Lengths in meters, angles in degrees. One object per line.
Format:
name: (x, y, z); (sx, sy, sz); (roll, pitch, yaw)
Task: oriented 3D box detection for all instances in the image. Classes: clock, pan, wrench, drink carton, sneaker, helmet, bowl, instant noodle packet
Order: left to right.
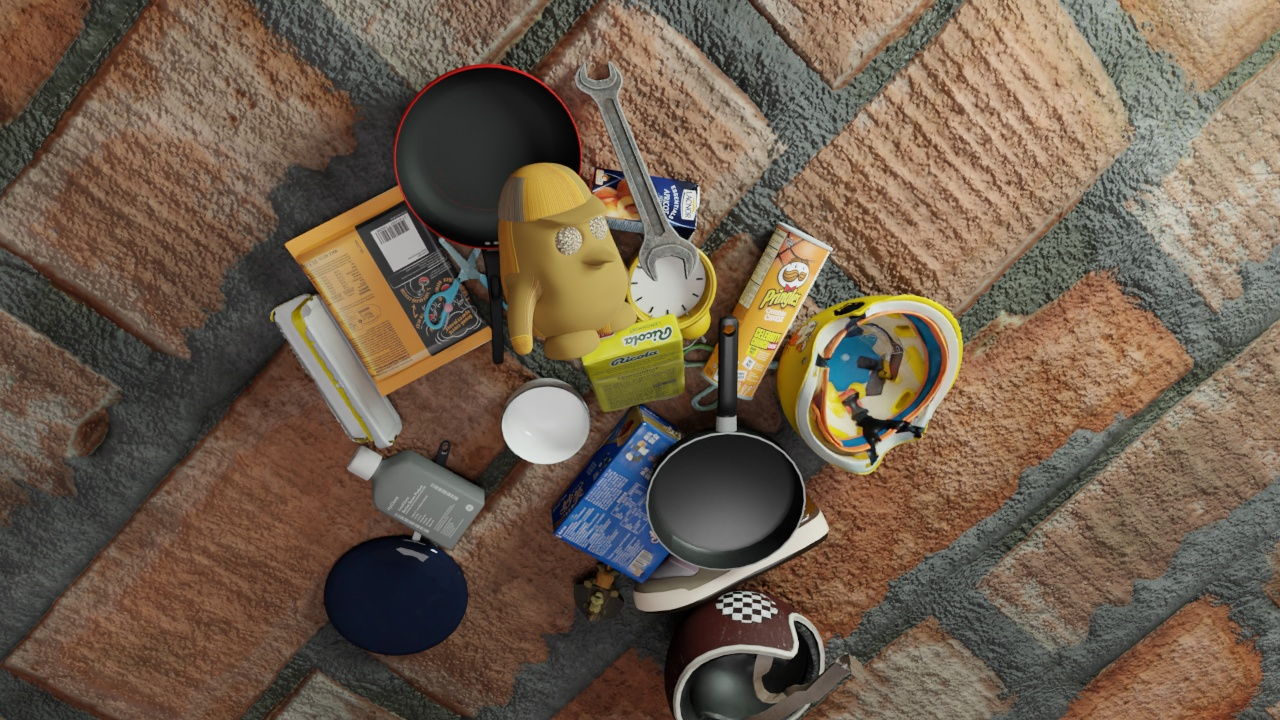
instant noodle packet: (-0.298, -0.083, 1.114); (0.160, 0.032, 0.221); (-28, 114, -5)
pan: (-0.318, 0.268, 1.272); (0.198, 0.021, 0.357); (16, 109, -14)
pan: (-0.175, -0.165, 1.078); (0.208, 0.067, 0.357); (-5, 120, -13)
bowl: (-0.124, 0.071, 1.191); (0.113, 0.063, 0.113); (-3, 113, -7)
wrench: (-0.006, -0.217, 1.063); (0.070, 0.010, 0.273); (-23, 94, -10)
drink carton: (0.003, -0.186, 1.097); (0.130, 0.040, 0.064); (7, 77, -11)
clock: (0.036, -0.083, 1.155); (0.113, 0.052, 0.152); (-4, 109, -6)
sneaker: (0.110, 0.252, 1.289); (0.294, 0.111, 0.116); (-25, 92, 5)
pan: (0.107, 0.107, 1.161); (0.204, 0.044, 0.356); (-2, 113, 0)
helmet: (0.152, 0.435, 1.278); (0.234, 0.253, 0.234); (13, 106, 3)
helmet: (0.278, 0.011, 1.183); (0.240, 0.139, 0.209); (-38, 115, -7)

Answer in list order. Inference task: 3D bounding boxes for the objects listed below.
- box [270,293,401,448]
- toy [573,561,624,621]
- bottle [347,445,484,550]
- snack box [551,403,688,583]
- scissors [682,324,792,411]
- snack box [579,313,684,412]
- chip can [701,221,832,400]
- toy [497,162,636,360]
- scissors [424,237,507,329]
box: (-0.373, 0.022, 1.129); (0.079, 0.080, 0.209); (-26, 115, 1)
toy: (-0.054, 0.323, 1.311); (0.076, 0.062, 0.100); (19, 104, 5)
bottle: (-0.300, 0.169, 1.205); (0.174, 0.046, 0.084); (34, 100, -18)
snack box: (-0.001, 0.182, 1.251); (0.155, 0.069, 0.203); (33, 105, -19)
scissors: (0.130, 0.001, 1.222); (0.170, 0.028, 0.139); (-37, 111, 4)
snack box: (-0.007, 0.007, 1.140); (0.121, 0.045, 0.181); (-15, 157, -1)
chip can: (0.158, -0.061, 1.158); (0.075, 0.075, 0.215); (22, 104, -16)
toy: (-0.086, -0.119, 1.018); (0.163, 0.198, 0.203); (5, 119, 39)
scissors: (-0.204, -0.090, 1.125); (0.135, 0.015, 0.135); (26, 94, -30)
